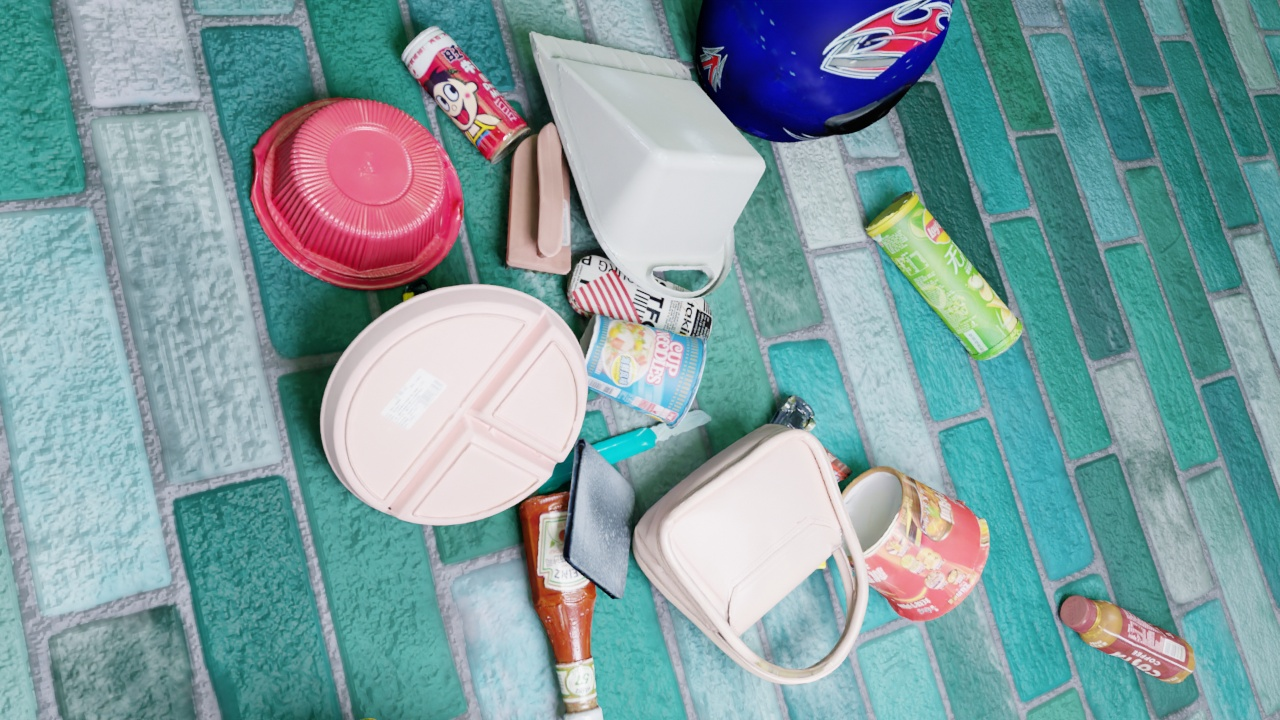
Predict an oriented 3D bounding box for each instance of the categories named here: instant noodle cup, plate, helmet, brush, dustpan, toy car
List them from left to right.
[{"bbox_3d":[-0.250,-0.164,0.834,0.193,0.066,0.193,6,75,-23],"label":"instant noodle cup"},{"bbox_3d":[-0.147,0.046,0.769,0.229,0.028,0.230,-12,123,-20],"label":"plate"},{"bbox_3d":[-0.097,-0.157,0.900,0.063,0.073,0.145,7,72,-23],"label":"brush"},{"bbox_3d":[-0.005,0.005,0.894,0.110,0.099,0.099,18,69,-12],"label":"instant noodle cup"},{"bbox_3d":[0.007,-0.196,0.955,0.222,0.143,0.257,-7,48,-44],"label":"dustpan"},{"bbox_3d":[0.150,0.079,0.976,0.043,0.034,0.090,41,66,-13],"label":"toy car"},{"bbox_3d":[0.221,-0.380,1.013,0.314,0.241,0.247,-24,89,-29],"label":"helmet"},{"bbox_3d":[0.265,0.182,0.941,0.108,0.138,0.137,33,65,-18],"label":"instant noodle cup"}]

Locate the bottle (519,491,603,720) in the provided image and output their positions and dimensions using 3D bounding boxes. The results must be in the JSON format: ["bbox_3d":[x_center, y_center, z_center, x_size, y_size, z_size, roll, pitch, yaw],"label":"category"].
[{"bbox_3d":[-0.066,0.222,0.821,0.059,0.060,0.206,-5,79,-26],"label":"bottle"}]

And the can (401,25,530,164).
[{"bbox_3d":[-0.171,-0.260,0.902,0.133,0.053,0.053,48,62,-7],"label":"can"}]

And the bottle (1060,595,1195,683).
[{"bbox_3d":[0.581,0.330,1.098,0.175,0.058,0.057,27,67,-16],"label":"bottle"}]

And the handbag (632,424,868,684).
[{"bbox_3d":[0.124,0.196,0.866,0.193,0.093,0.234,-35,94,-20],"label":"handbag"}]

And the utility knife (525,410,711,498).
[{"bbox_3d":[-0.021,0.088,0.903,0.217,0.013,0.029,-19,72,-26],"label":"utility knife"}]

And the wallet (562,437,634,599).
[{"bbox_3d":[-0.038,0.145,0.834,0.097,0.019,0.120,50,35,-45],"label":"wallet"}]

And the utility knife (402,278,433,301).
[{"bbox_3d":[-0.194,0.005,0.843,0.033,0.015,0.171,-4,79,-25],"label":"utility knife"}]

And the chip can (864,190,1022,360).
[{"bbox_3d":[0.366,-0.098,1.101,0.221,0.073,0.072,49,62,-7],"label":"chip can"}]

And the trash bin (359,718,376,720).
[{"bbox_3d":[-0.109,0.404,0.672,0.255,0.230,0.229,22,68,-25],"label":"trash bin"}]

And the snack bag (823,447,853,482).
[{"bbox_3d":[0.186,0.146,0.979,0.048,0.026,0.104,38,64,-2],"label":"snack bag"}]

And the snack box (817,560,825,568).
[{"bbox_3d":[0.116,0.163,0.925,0.140,0.034,0.086,7,74,-13],"label":"snack box"}]

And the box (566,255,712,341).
[{"bbox_3d":[0.002,-0.058,0.934,0.164,0.051,0.068,17,84,-24],"label":"box"}]
